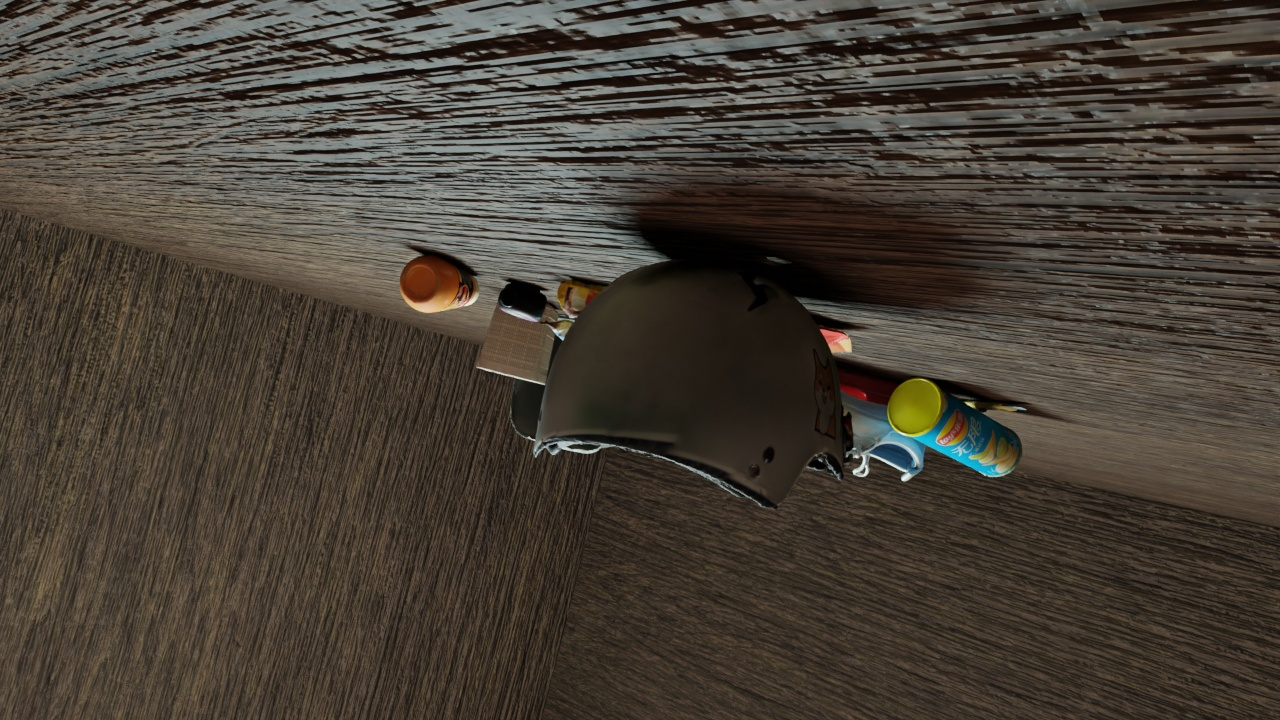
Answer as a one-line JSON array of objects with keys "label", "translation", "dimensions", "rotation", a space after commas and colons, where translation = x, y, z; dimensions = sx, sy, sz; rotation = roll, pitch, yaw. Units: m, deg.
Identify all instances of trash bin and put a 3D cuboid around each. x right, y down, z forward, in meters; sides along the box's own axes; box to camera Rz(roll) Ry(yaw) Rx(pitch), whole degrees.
[{"label": "trash bin", "translation": [-0.058, 0.041, 1.461], "dimensions": [0.199, 0.198, 0.219], "rotation": [11, -179, 34]}]

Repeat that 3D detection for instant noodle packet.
[{"label": "instant noodle packet", "translation": [-0.027, -0.051, 1.008], "dimensions": [0.111, 0.044, 0.128], "rotation": [17, 178, 13]}]

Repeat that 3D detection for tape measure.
[{"label": "tape measure", "translation": [-0.145, -0.074, 1.132], "dimensions": [0.058, 0.039, 0.057], "rotation": [20, 175, -12]}]

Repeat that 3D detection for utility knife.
[{"label": "utility knife", "translation": [0.435, 0.056, 1.162], "dimensions": [0.031, 0.019, 0.183], "rotation": [10, 172, -10]}]

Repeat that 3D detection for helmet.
[{"label": "helmet", "translation": [0.048, 0.004, 0.695], "dimensions": [0.230, 0.157, 0.273], "rotation": [10, -174, 27]}]

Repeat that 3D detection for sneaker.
[{"label": "sneaker", "translation": [0.246, 0.089, 1.137], "dimensions": [0.242, 0.090, 0.090], "rotation": [17, 150, -15]}]

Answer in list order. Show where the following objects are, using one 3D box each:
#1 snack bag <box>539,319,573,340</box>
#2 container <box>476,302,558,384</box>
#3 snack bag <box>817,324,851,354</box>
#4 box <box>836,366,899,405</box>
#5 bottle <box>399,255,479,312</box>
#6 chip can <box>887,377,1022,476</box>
[{"label": "snack bag", "translation": [-0.061, -0.026, 1.025], "dimensions": [0.105, 0.026, 0.045], "rotation": [22, -172, 0]}, {"label": "container", "translation": [-0.171, -0.031, 1.307], "dimensions": [0.090, 0.111, 0.090], "rotation": [13, 177, 5]}, {"label": "snack bag", "translation": [0.114, -0.015, 0.913], "dimensions": [0.128, 0.073, 0.208], "rotation": [10, 172, -9]}, {"label": "box", "translation": [0.296, 0.071, 1.220], "dimensions": [0.201, 0.100, 0.094], "rotation": [14, 177, -11]}, {"label": "bottle", "translation": [-0.233, -0.089, 1.106], "dimensions": [0.067, 0.067, 0.149], "rotation": [13, -177, 12]}, {"label": "chip can", "translation": [0.392, 0.086, 1.132], "dimensions": [0.210, 0.071, 0.071], "rotation": [24, 171, -39]}]
